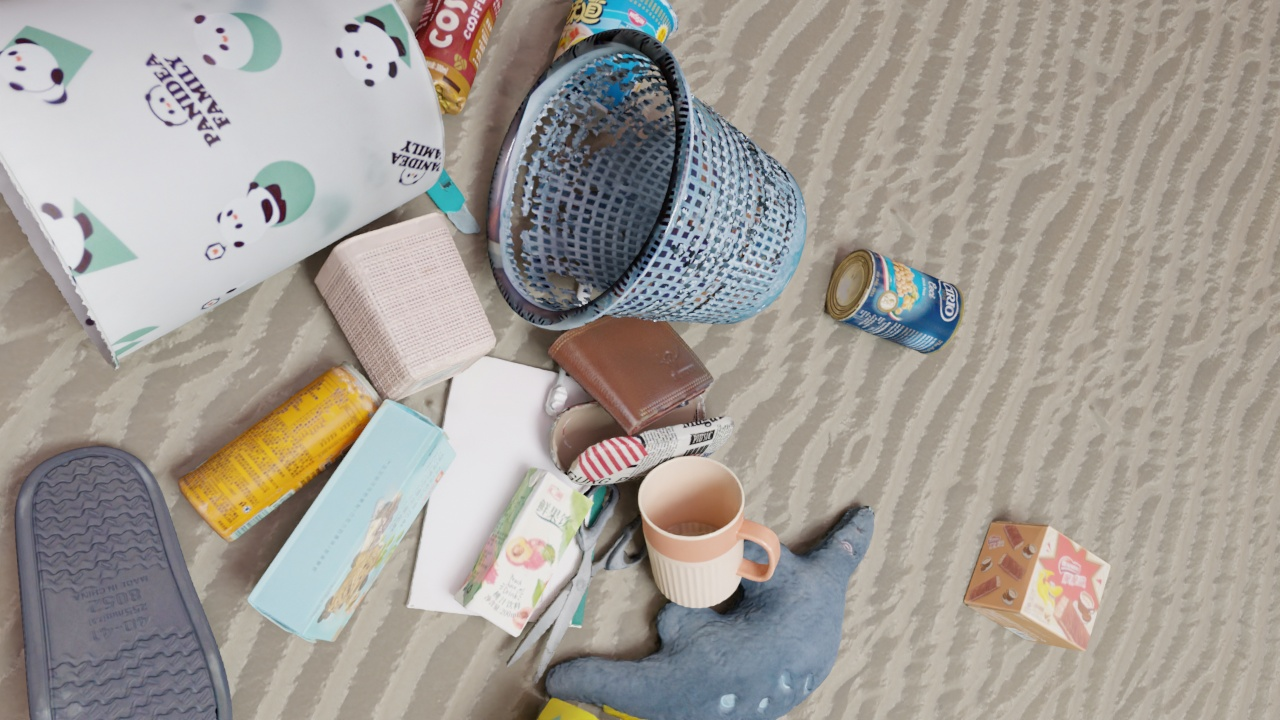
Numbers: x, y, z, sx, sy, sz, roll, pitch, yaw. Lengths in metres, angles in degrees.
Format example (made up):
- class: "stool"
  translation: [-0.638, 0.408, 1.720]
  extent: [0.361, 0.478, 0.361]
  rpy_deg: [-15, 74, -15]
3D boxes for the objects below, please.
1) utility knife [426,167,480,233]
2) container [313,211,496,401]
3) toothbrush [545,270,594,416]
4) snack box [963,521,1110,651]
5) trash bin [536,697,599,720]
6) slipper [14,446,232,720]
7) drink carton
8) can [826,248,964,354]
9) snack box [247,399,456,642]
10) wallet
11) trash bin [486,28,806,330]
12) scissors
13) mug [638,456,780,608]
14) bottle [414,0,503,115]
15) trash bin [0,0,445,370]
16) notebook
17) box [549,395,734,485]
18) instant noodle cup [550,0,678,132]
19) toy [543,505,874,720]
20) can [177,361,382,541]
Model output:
- class: "utility knife"
  translation: [-0.188, -0.177, 0.761]
  extent: [0.029, 0.013, 0.174]
  rpy_deg: [-39, 99, -20]
- class: "container"
  translation: [-0.175, -0.037, 0.696]
  extent: [0.090, 0.090, 0.111]
  rpy_deg: [-26, 88, -35]
- class: "toothbrush"
  translation: [-0.053, -0.038, 0.792]
  extent: [0.016, 0.016, 0.179]
  rpy_deg: [21, 70, -23]
- class: "snack box"
  translation: [0.401, 0.226, 0.927]
  extent: [0.092, 0.077, 0.094]
  rpy_deg: [31, 73, -16]
- class: "trash bin"
  translation: [-0.046, 0.402, 0.649]
  extent: [0.229, 0.230, 0.254]
  rpy_deg: [37, 66, -15]
- class: "slipper"
  translation: [-0.352, 0.192, 0.622]
  extent: [0.110, 0.084, 0.268]
  rpy_deg: [-11, 70, -32]
- class: "drink carton"
  translation: [-0.093, 0.151, 0.733]
  extent: [0.053, 0.046, 0.122]
  rpy_deg: [36, 73, -23]
- class: "can"
  translation: [0.247, -0.057, 0.897]
  extent: [0.111, 0.075, 0.075]
  rpy_deg: [18, 77, -19]
- class: "snack box"
  translation: [-0.207, 0.119, 0.678]
  extent: [0.051, 0.074, 0.174]
  rpy_deg: [28, 72, 10]
- class: "wallet"
  translation: [-0.005, 0.004, 0.766]
  extent: [0.101, 0.032, 0.124]
  rpy_deg: [46, 39, 15]
- class: "trash bin"
  translation: [0.019, -0.118, 0.738]
  extent: [0.194, 0.227, 0.226]
  rpy_deg: [13, 78, -43]
- class: "scissors"
  translation: [-0.045, 0.184, 0.768]
  extent: [0.162, 0.014, 0.165]
  rpy_deg: [-2, 89, -35]
- class: "mug"
  translation: [0.058, 0.147, 0.754]
  extent: [0.115, 0.106, 0.081]
  rpy_deg: [15, 48, 21]
- class: "bottle"
  translation: [-0.149, -0.294, 0.767]
  extent: [0.057, 0.058, 0.174]
  rpy_deg: [21, 76, -19]
- class: "trash bin"
  translation: [-0.287, -0.153, 0.611]
  extent: [0.251, 0.230, 0.229]
  rpy_deg: [-32, 97, -28]
- class: "notebook"
  translation: [-0.100, 0.109, 0.765]
  extent: [0.150, 0.012, 0.209]
  rpy_deg: [14, 79, -22]
- class: "box"
  translation: [0.009, 0.070, 0.769]
  extent: [0.162, 0.086, 0.076]
  rpy_deg: [-7, 104, -38]
- class: "instant noodle cup"
  translation: [-0.034, -0.263, 0.798]
  extent: [0.099, 0.099, 0.110]
  rpy_deg: [25, 83, -18]
- class: "toy"
  translation: [0.097, 0.239, 0.800]
  extent: [0.355, 0.092, 0.138]
  rpy_deg: [-25, 66, -24]
- class: "can"
  translation: [-0.261, 0.065, 0.678]
  extent: [0.145, 0.058, 0.058]
  rpy_deg: [-41, 100, -22]
